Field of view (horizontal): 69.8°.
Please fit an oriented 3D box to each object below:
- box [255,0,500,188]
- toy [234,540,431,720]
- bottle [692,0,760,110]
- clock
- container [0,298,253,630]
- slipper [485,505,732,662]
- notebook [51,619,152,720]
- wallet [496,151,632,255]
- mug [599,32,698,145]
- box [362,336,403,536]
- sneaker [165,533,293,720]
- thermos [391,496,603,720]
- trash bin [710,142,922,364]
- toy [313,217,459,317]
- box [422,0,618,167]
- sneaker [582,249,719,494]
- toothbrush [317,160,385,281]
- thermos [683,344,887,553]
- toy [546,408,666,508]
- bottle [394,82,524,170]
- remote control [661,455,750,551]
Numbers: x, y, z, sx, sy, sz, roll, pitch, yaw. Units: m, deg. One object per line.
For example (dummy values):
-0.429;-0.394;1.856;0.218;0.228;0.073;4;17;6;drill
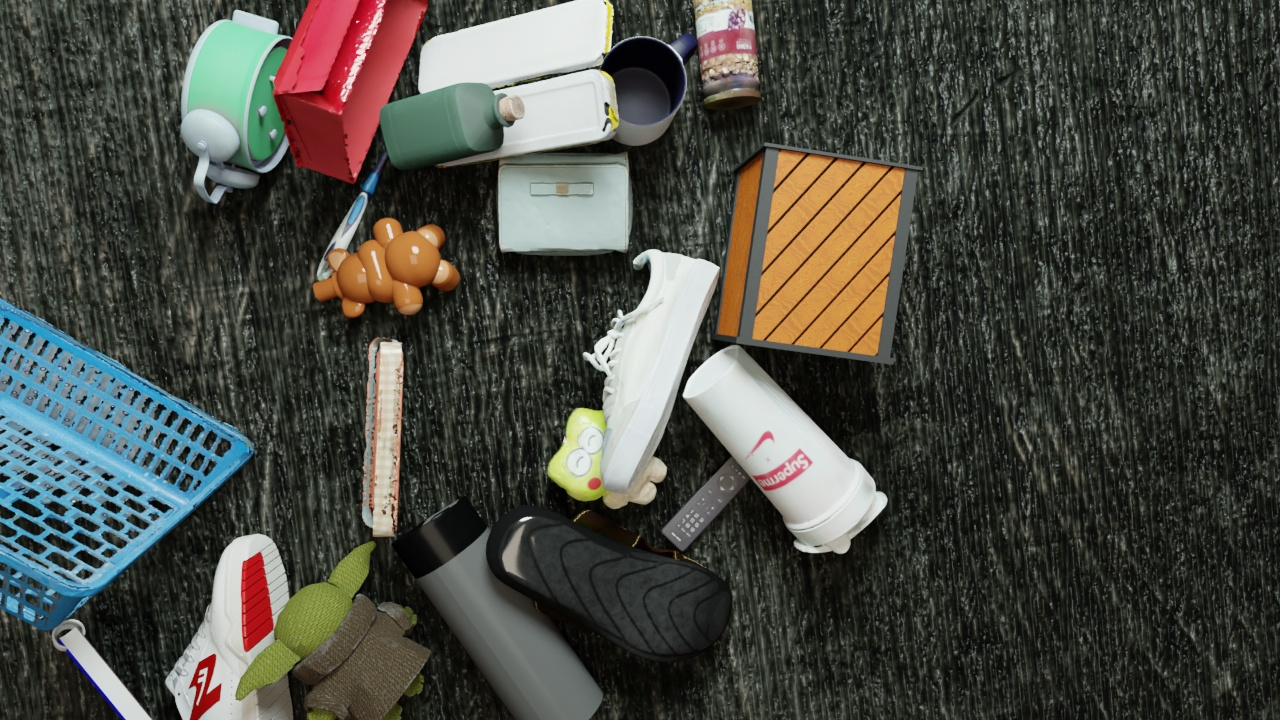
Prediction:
-0.239;-0.273;0.785;0.153;0.164;0.214;3;70;36;box
-0.273;0.276;0.864;0.153;0.078;0.178;44;51;-8;toy
0.083;-0.299;0.880;0.056;0.056;0.105;-7;93;-4;bottle
-0.352;-0.215;0.812;0.075;0.122;0.161;16;73;-4;clock
-0.555;0.067;0.770;0.362;0.256;0.089;31;111;-5;container
-0.030;0.213;0.890;0.267;0.076;0.113;26;76;-21;slipper
-0.457;0.301;0.809;0.022;0.210;0.171;-39;97;-35;notebook
-0.074;-0.152;0.882;0.131;0.054;0.100;-2;93;1;wallet
0.010;-0.260;0.856;0.112;0.097;0.078;-44;96;-1;mug
-0.243;0.071;0.871;0.042;0.083;0.187;3;91;-16;box
-0.398;0.284;0.869;0.104;0.090;0.236;-1;96;4;sneaker
-0.137;0.248;0.882;0.082;0.082;0.240;-34;95;-2;thermos
0.156;-0.094;0.856;0.139;0.139;0.172;8;93;-5;trash bin
-0.244;-0.083;0.873;0.128;0.065;0.095;-18;87;5;toy
-0.115;-0.249;0.833;0.210;0.036;0.129;-2;91;29;box
-0.005;0.005;0.870;0.091;0.089;0.241;19;75;7;sneaker
-0.265;-0.160;0.880;0.016;0.017;0.189;28;90;-7;toothbrush
0.135;0.089;0.878;0.099;0.099;0.220;-43;103;-1;thermos
-0.030;0.100;0.901;0.115;0.046;0.092;26;82;-13;toy
-0.161;-0.210;0.811;0.131;0.061;0.061;-5;103;29;bottle
0.077;0.132;0.925;0.032;0.015;0.136;44;87;-6;remote control
